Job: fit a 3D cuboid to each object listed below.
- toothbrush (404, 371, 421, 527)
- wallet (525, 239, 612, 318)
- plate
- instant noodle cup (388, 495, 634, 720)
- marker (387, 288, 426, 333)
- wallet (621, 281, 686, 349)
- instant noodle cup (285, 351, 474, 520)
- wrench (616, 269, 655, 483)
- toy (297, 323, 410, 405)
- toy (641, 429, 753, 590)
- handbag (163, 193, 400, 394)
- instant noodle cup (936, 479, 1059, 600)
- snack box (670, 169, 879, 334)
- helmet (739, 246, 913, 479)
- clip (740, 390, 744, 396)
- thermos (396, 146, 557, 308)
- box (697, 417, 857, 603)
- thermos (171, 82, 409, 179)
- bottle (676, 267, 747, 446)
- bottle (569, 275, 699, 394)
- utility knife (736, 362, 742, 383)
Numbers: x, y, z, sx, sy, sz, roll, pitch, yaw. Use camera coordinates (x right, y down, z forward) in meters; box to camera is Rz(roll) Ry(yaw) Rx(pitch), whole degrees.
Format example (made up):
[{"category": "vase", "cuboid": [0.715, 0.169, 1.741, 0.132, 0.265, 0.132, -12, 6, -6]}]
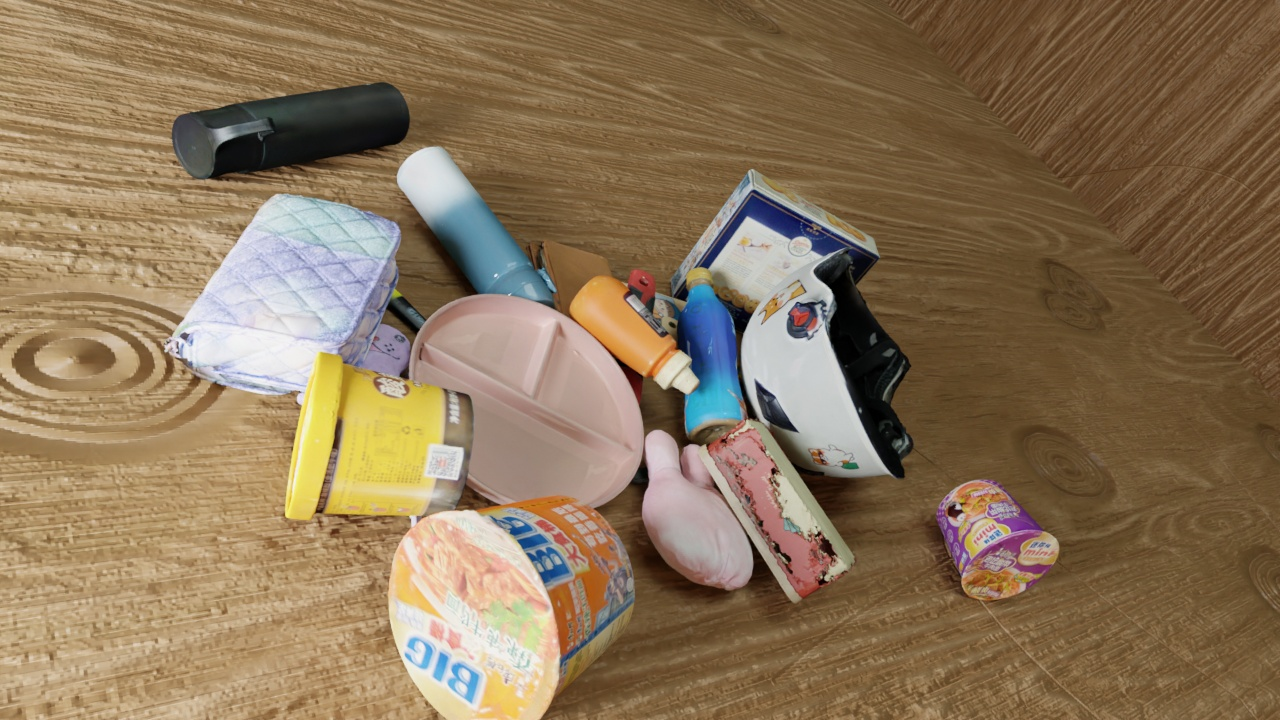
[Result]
[{"category": "toothbrush", "cuboid": [-0.182, 0.078, 0.746, 0.029, 0.021, 0.189, 38, 25, -42]}, {"category": "wallet", "cuboid": [-0.067, -0.072, 1.001, 0.107, 0.031, 0.131, 13, 42, -34]}, {"category": "plate", "cuboid": [-0.100, 0.038, 0.822, 0.229, 0.028, 0.229, 22, 44, -24]}, {"category": "instant noodle cup", "cuboid": [-0.082, 0.164, 0.635, 0.151, 0.152, 0.111, 50, 29, 17]}, {"category": "marker", "cuboid": [-0.220, -0.048, 0.859, 0.124, 0.015, 0.018, 43, 39, 6]}, {"category": "wallet", "cuboid": [0.027, -0.047, 1.061, 0.115, 0.024, 0.087, 16, 35, -28]}, {"category": "instant noodle cup", "cuboid": [-0.188, 0.061, 0.665, 0.114, 0.119, 0.118, 11, 43, -21]}, {"category": "wrench", "cuboid": [-0.006, 0.006, 0.946, 0.056, 0.016, 0.272, 18, 49, -19]}, {"category": "toy", "cuboid": [-0.231, 0.008, 0.769, 0.084, 0.039, 0.107, 9, 42, -6]}, {"category": "toy", "cuboid": [0.049, 0.137, 0.843, 0.121, 0.054, 0.159, 27, 34, -34]}, {"category": "handbag", "cuboid": [-0.281, -0.055, 0.756, 0.134, 0.076, 0.193, 12, 39, -5]}, {"category": "instant noodle cup", "cuboid": [0.392, 0.195, 1.031, 0.111, 0.112, 0.099, 16, 32, -26]}, {"category": "snack box", "cuboid": [0.158, -0.110, 1.102, 0.178, 0.183, 0.045, 25, 37, -16]}, {"category": "helmet", "cuboid": [0.190, 0.017, 1.000, 0.230, 0.157, 0.273, 52, 33, -33]}, {"category": "clip", "cuboid": [0.099, 0.047, 1.018, 0.014, 0.048, 0.056, 43, 33, 10]}, {"category": "thermos", "cuboid": [-0.168, -0.126, 0.947, 0.070, 0.070, 0.220, -16, 61, -48]}, {"category": "box", "cuboid": [0.136, 0.133, 0.864, 0.168, 0.076, 0.091, 57, 13, 15]}, {"category": "thermos", "cuboid": [-0.331, -0.231, 0.913, 0.241, 0.090, 0.068, -35, 117, -53]}, {"category": "bottle", "cuboid": [0.074, -0.010, 0.993, 0.065, 0.065, 0.218, 17, 50, -26]}, {"category": "bottle", "cuboid": [-0.001, -0.020, 0.916, 0.149, 0.067, 0.066, 41, 36, 9]}, {"category": "utility knife", "cuboid": [0.100, 0.012, 1.059, 0.180, 0.015, 0.033, -3, 55, -41]}]
